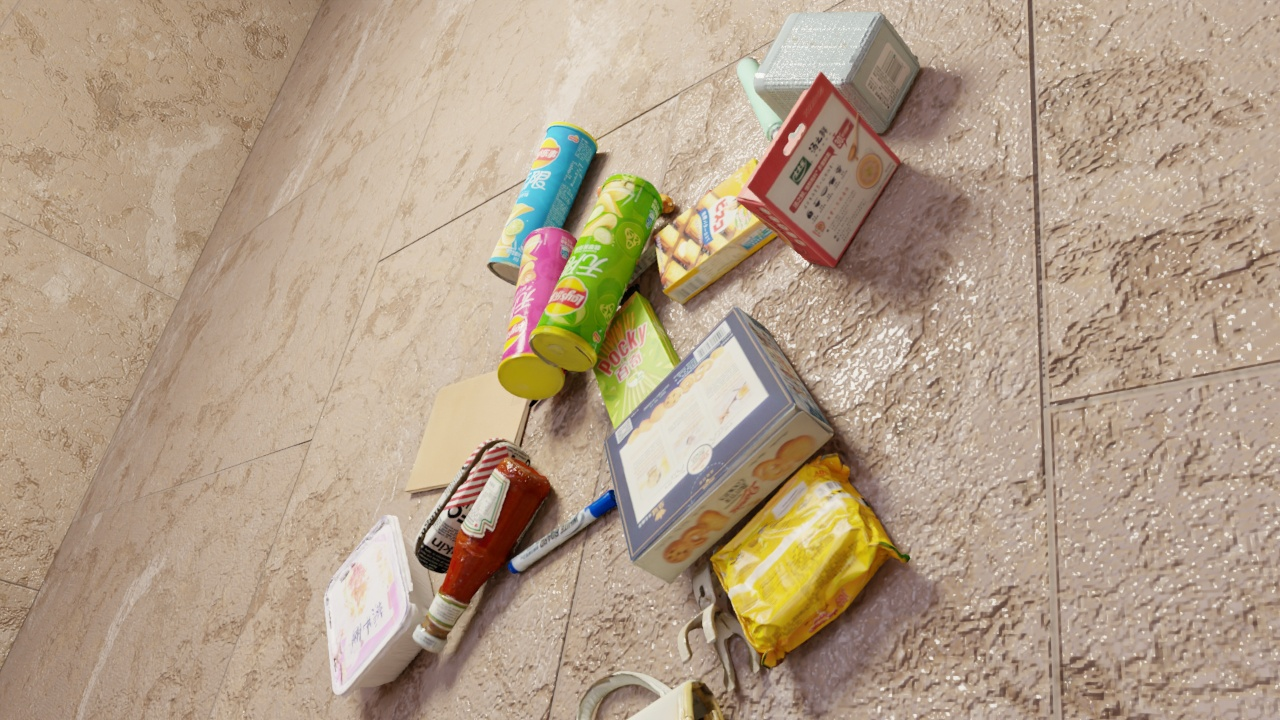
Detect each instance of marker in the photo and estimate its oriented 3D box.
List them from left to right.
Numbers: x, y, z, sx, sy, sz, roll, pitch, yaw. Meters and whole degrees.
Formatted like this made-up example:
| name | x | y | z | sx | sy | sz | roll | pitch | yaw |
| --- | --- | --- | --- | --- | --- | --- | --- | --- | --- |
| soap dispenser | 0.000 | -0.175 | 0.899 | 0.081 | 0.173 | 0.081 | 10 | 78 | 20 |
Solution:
| name | x | y | z | sx | sy | sz | roll | pitch | yaw |
| --- | --- | --- | --- | --- | --- | --- | --- | --- | --- |
| marker | -0.076 | 0.167 | 0.885 | 0.146 | 0.017 | 0.016 | -38 | 40 | 25 |
| marker | 0.028 | -0.129 | 0.989 | 0.145 | 0.017 | 0.017 | -41 | 38 | 22 |

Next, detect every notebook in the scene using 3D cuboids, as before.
| name | x | y | z | sx | sy | sz | roll | pitch | yaw |
| --- | --- | --- | --- | --- | --- | --- | --- | --- | --- |
| notebook | -0.203 | 0.080 | 1.108 | 0.212 | 0.012 | 0.149 | -16 | 51 | 43 |

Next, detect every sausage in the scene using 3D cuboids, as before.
| name | x | y | z | sx | sy | sz | roll | pitch | yaw |
| --- | --- | --- | --- | --- | --- | --- | --- | --- | --- |
| sausage | -0.008 | -0.189 | 1.073 | 0.165 | 0.021 | 0.021 | 25 | 83 | 55 |

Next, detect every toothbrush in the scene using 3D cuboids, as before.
| name | x | y | z | sx | sy | sz | roll | pitch | yaw |
| --- | --- | --- | --- | --- | --- | --- | --- | --- | --- |
| toothbrush | -0.062 | -0.012 | 1.011 | 0.189 | 0.014 | 0.016 | -47 | 61 | 16 |
| toothbrush | 0.135 | -0.251 | 0.948 | 0.026 | 0.027 | 0.224 | -14 | 45 | 2 |

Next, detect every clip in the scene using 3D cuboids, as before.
| name | x | y | z | sx | sy | sz | roll | pitch | yaw |
| --- | --- | --- | --- | --- | --- | --- | --- | --- | --- |
| clip | 0.063 | 0.203 | 0.689 | 0.035 | 0.094 | 0.102 | -44 | -1 | 19 |

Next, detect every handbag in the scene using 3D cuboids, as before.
| name | x | y | z | sx | sy | sz | roll | pitch | yaw |
| --- | --- | --- | --- | --- | --- | --- | --- | --- | --- |
| handbag | -0.004 | 0.300 | 0.676 | 0.164 | 0.063 | 0.178 | -40 | 24 | 22 |

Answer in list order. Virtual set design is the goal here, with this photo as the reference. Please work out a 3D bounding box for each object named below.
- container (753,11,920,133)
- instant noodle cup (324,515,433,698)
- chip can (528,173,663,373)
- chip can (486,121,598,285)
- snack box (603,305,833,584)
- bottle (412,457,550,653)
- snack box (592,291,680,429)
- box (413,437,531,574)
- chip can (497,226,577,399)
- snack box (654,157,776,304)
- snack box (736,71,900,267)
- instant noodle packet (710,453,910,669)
| name | x | y | z | sx | sy | sz | roll | pitch | yaw |
| --- | --- | --- | --- | --- | --- | --- | --- | --- | --- |
| container | 0.184 | -0.264 | 0.850 | 0.111 | 0.090 | 0.090 | 23 | 82 | 51 |
| instant noodle cup | -0.282 | 0.272 | 1.013 | 0.138 | 0.060 | 0.173 | -49 | 37 | 11 |
| chip can | -0.042 | -0.096 | 0.961 | 0.073 | 0.072 | 0.220 | -8 | 52 | 47 |
| chip can | -0.125 | -0.199 | 1.177 | 0.071 | 0.071 | 0.210 | 2 | 66 | 51 |
| snack box | 0.053 | 0.064 | 0.762 | 0.178 | 0.046 | 0.182 | -46 | 26 | 15 |
| bottle | -0.164 | 0.198 | 0.930 | 0.060 | 0.059 | 0.206 | 25 | 84 | 54 |
| snack box | -0.005 | 0.005 | 0.918 | 0.086 | 0.026 | 0.156 | -44 | 37 | 17 |
| box | -0.176 | 0.157 | 0.972 | 0.164 | 0.071 | 0.060 | -56 | 18 | 6 |
| chip can | -0.112 | -0.058 | 1.039 | 0.072 | 0.071 | 0.210 | -30 | 39 | 32 |
| snack box | 0.077 | -0.128 | 0.918 | 0.141 | 0.033 | 0.086 | -33 | 42 | 27 |
| snack box | 0.145 | -0.160 | 0.779 | 0.113 | 0.127 | 0.044 | -57 | 35 | -1 |
| instant noodle packet | 0.117 | 0.140 | 0.655 | 0.128 | 0.044 | 0.110 | -45 | 35 | 13 |
